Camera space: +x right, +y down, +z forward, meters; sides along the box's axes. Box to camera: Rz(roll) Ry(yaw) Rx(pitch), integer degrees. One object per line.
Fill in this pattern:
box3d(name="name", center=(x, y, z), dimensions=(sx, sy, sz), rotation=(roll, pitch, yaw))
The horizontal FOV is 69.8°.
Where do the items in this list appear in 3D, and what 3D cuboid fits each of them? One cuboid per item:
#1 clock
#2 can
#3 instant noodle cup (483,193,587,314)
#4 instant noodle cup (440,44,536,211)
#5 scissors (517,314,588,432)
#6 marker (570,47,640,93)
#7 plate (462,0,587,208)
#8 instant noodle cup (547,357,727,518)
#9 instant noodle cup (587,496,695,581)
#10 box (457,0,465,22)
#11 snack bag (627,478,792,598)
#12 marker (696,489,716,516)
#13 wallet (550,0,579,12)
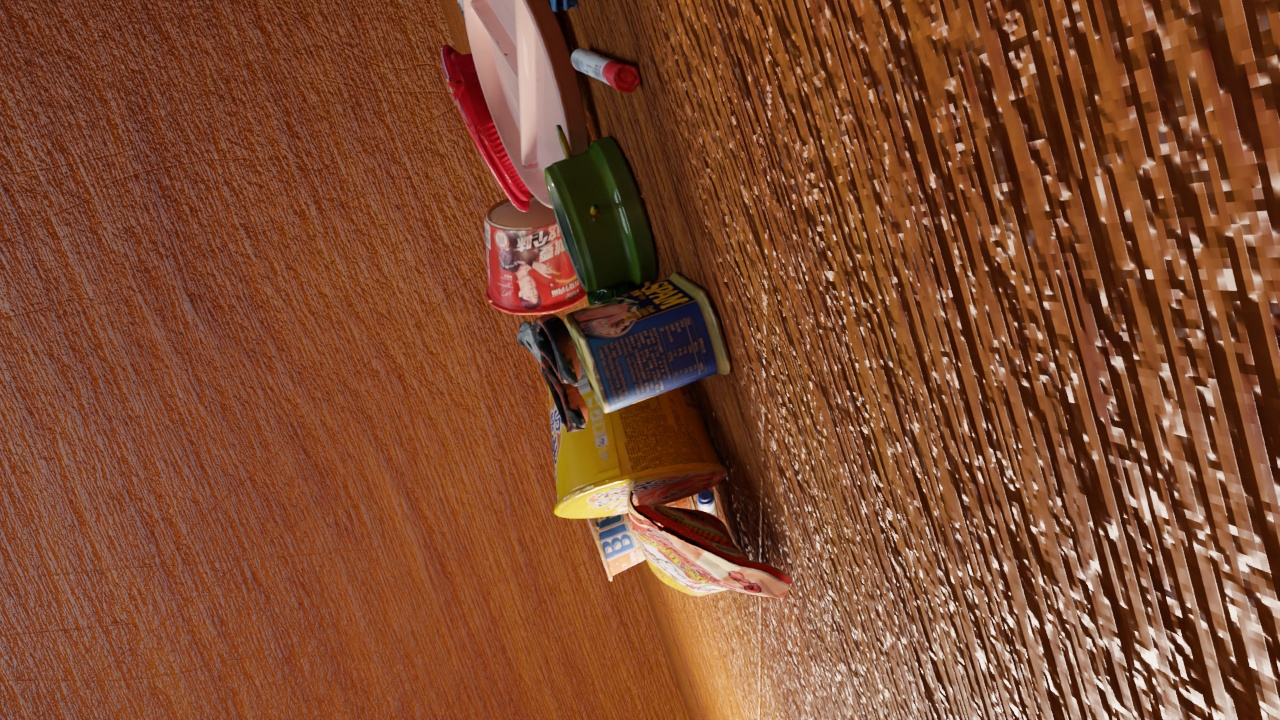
box3d(name="clock", center=(-0.031, -0.100, 0.728), dimensions=(0.161, 0.056, 0.116), rotation=(80, 169, -56))
box3d(name="can", center=(0.002, -0.013, 0.597), dimensions=(0.102, 0.083, 0.057), rotation=(-130, 21, -71))
box3d(name="instant noodle cup", center=(-0.130, -0.134, 1.123), dimensions=(0.137, 0.137, 0.109), rotation=(-119, 20, -54))
box3d(name="instant noodle cup", center=(-0.141, -0.262, 0.995), dimensions=(0.193, 0.066, 0.194), rotation=(-24, -91, -85))
box3d(name="scissors", center=(-0.069, 0.006, 0.683), dimensions=(0.210, 0.015, 0.182), rotation=(102, 149, -64))
box3d(name="marker", center=(-0.026, -0.191, 0.597), dimensions=(0.145, 0.017, 0.017), rotation=(-123, 15, -63))
box3d(name="plate", center=(-0.101, -0.247, 0.805), dimensions=(0.229, 0.028, 0.230), rotation=(55, 158, 34))
box3d(name="instant noodle cup", center=(-0.011, 0.055, 0.725), dimensions=(0.138, 0.138, 0.109), rotation=(89, 168, -70))
box3d(name="instant noodle cup", center=(-0.008, 0.153, 1.015), dimensions=(0.151, 0.111, 0.151), rotation=(160, 91, -83))
box3d(name="box", center=(-0.171, -0.415, 0.931), dimensions=(0.090, 0.063, 0.184), rotation=(99, 152, -75))
box3d(name="snack bag", center=(0.044, 0.143, 0.705), dimensions=(0.128, 0.073, 0.208), rotation=(31, 169, 8))
box3d(name="marker", center=(0.067, 0.167, 0.862), dimensions=(0.146, 0.017, 0.017), rotation=(78, 170, -46))
box3d(name="wallet", center=(-0.062, -0.288, 0.537), dimensions=(0.106, 0.040, 0.133), rotation=(94, 156, -63))
